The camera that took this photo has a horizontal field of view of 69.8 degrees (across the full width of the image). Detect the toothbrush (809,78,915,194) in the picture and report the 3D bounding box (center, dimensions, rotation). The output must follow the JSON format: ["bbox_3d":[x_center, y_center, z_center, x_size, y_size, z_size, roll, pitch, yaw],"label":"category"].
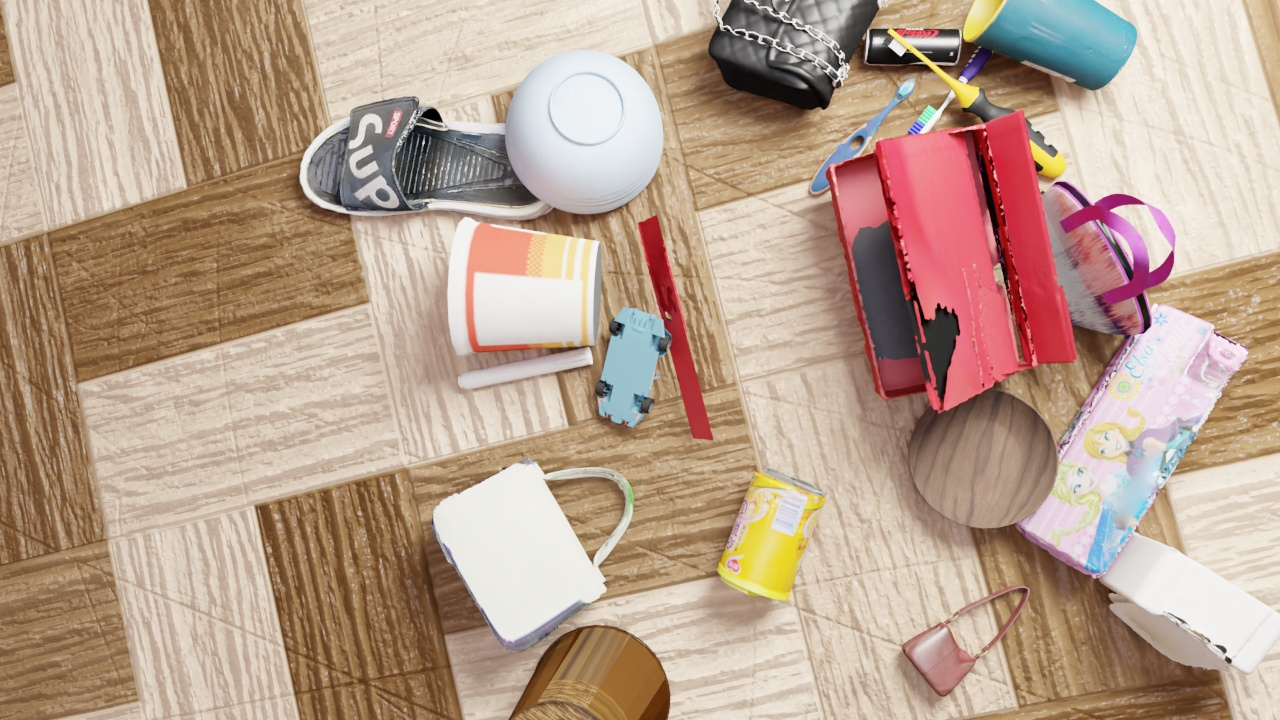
[{"bbox_3d":[0.201,-0.203,0.830,0.021,0.017,0.135,43,94,9],"label":"toothbrush"}]

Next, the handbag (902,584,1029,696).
[{"bbox_3d":[0.290,0.236,0.799,0.119,0.029,0.055,-39,85,1],"label":"handbag"}]

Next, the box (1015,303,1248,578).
[{"bbox_3d":[0.408,0.067,0.765,0.084,0.063,0.230,32,93,10],"label":"box"}]

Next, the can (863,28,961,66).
[{"bbox_3d":[0.242,-0.280,0.819,0.080,0.031,0.031,4,89,9],"label":"can"}]

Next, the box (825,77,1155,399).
[{"bbox_3d":[0.344,-0.098,0.680,0.427,0.127,0.213,-10,95,41],"label":"box"}]

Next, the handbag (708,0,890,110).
[{"bbox_3d":[0.140,-0.308,0.788,0.125,0.114,0.153,30,90,21],"label":"handbag"}]

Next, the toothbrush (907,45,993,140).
[{"bbox_3d":[0.304,-0.272,0.817,0.016,0.015,0.187,40,94,8],"label":"toothbrush"}]

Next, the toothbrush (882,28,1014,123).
[{"bbox_3d":[0.292,-0.225,0.799,0.196,0.031,0.031,39,117,-1],"label":"toothbrush"}]

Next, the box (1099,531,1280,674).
[{"bbox_3d":[0.429,0.212,0.737,0.108,0.102,0.102,31,94,7],"label":"box"}]

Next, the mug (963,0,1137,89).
[{"bbox_3d":[0.347,-0.280,0.774,0.121,0.078,0.078,24,92,-7],"label":"mug"}]

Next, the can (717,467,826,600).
[{"bbox_3d":[0.116,0.152,0.806,0.068,0.067,0.105,21,91,9],"label":"can"}]

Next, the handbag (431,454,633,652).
[{"bbox_3d":[-0.085,0.161,0.848,0.175,0.074,0.151,-31,85,-12],"label":"handbag"}]

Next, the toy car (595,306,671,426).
[{"bbox_3d":[-0.005,0.005,0.850,0.060,0.027,0.108,20,106,21],"label":"toy car"}]

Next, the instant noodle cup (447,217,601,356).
[{"bbox_3d":[-0.099,-0.063,0.828,0.121,0.123,0.123,3,88,1],"label":"instant noodle cup"}]

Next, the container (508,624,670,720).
[{"bbox_3d":[-0.051,0.311,0.777,0.132,0.167,0.132,0,88,9],"label":"container"}]

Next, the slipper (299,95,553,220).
[{"bbox_3d":[-0.206,-0.190,0.874,0.264,0.063,0.111,7,89,7],"label":"slipper"}]

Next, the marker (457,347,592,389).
[{"bbox_3d":[-0.111,0.008,0.871,0.134,0.020,0.017,-11,88,9],"label":"marker"}]

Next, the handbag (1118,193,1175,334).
[{"bbox_3d":[0.367,-0.086,0.722,0.068,0.170,0.144,-28,84,7],"label":"handbag"}]

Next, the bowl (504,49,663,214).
[{"bbox_3d":[-0.049,-0.215,0.824,0.150,0.075,0.150,1,84,-5],"label":"bowl"}]

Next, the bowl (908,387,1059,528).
[{"bbox_3d":[0.294,0.084,0.793,0.119,0.032,0.119,-2,82,18],"label":"bowl"}]
